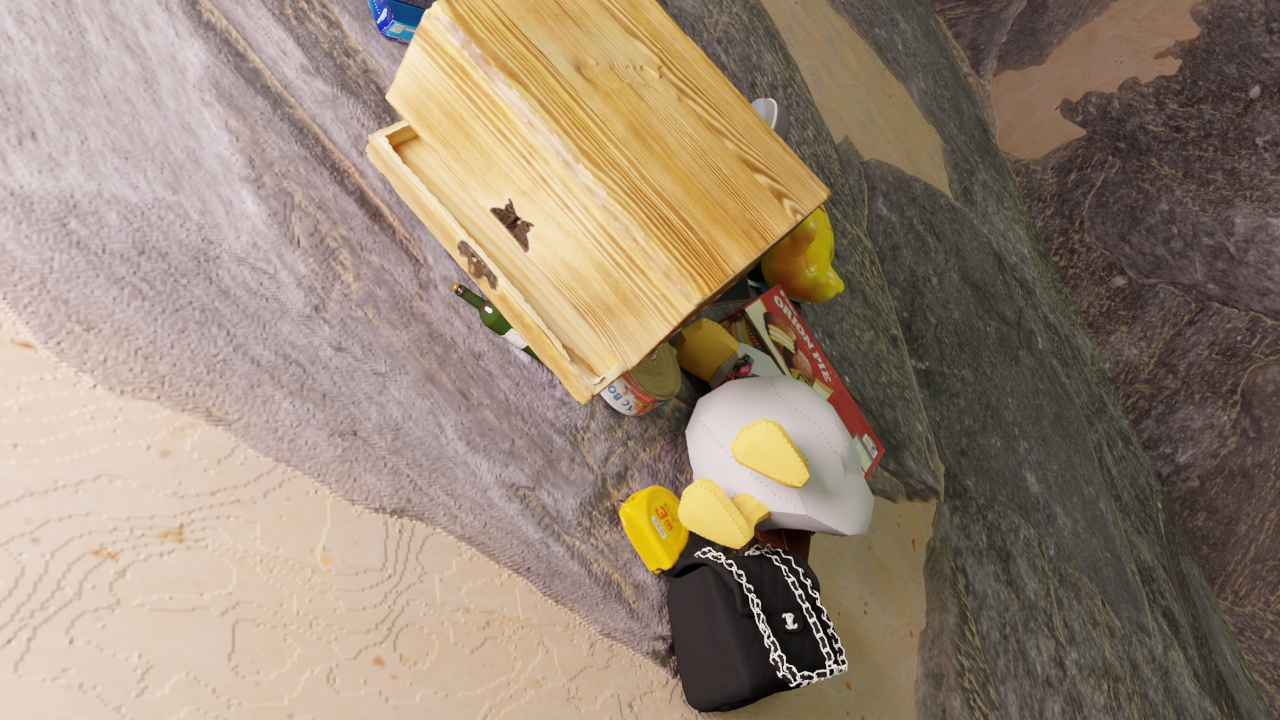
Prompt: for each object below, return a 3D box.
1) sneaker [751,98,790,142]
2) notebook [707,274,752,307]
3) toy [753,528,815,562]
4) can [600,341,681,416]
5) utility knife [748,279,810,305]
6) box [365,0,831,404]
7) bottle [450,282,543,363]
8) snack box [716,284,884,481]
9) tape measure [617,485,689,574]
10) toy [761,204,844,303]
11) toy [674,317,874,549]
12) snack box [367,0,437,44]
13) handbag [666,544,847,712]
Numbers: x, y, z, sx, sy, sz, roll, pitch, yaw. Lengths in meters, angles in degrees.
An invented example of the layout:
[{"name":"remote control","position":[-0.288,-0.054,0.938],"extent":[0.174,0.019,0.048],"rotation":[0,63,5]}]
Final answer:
[{"name":"sneaker","position":[0.057,-0.223,1.013],"extent":[0.160,0.093,0.256],"rotation":[34,66,-17]},{"name":"notebook","position":[0.016,-0.116,0.892],"extent":[0.208,0.008,0.141],"rotation":[-10,86,-37]},{"name":"toy","position":[0.151,0.174,0.919],"extent":[0.090,0.071,0.103],"rotation":[-62,138,-67]},{"name":"can","position":[-0.005,0.005,0.843],"extent":[0.086,0.043,0.086],"rotation":[32,41,-34]},{"name":"utility knife","position":[0.164,-0.090,1.166],"extent":[0.168,0.015,0.022],"rotation":[6,53,-47]},{"name":"box","position":[-0.028,-0.154,0.745],"extent":[0.279,0.177,0.246],"rotation":[47,47,3]},{"name":"bottle","position":[-0.111,-0.033,0.752],"extent":[0.106,0.025,0.025],"rotation":[36,39,-30]},{"name":"snack box","position":[0.179,0.036,1.039],"extent":[0.236,0.060,0.113],"rotation":[58,34,-1]},{"name":"tape measure","position":[0.012,0.136,0.771],"extent":[0.068,0.030,0.058],"rotation":[58,33,-5]},{"name":"toy","position":[0.207,-0.144,1.190],"extent":[0.134,0.088,0.193],"rotation":[61,23,-21]},{"name":"toy","position":[0.117,0.072,0.850],"extent":[0.246,0.141,0.267],"rotation":[39,22,0]},{"name":"snack box","position":[-0.197,-0.335,0.884],"extent":[0.150,0.027,0.082],"rotation":[-5,69,-53]},{"name":"handbag","position":[0.105,0.209,0.758],"extent":[0.153,0.115,0.125],"rotation":[6,58,-46]}]
